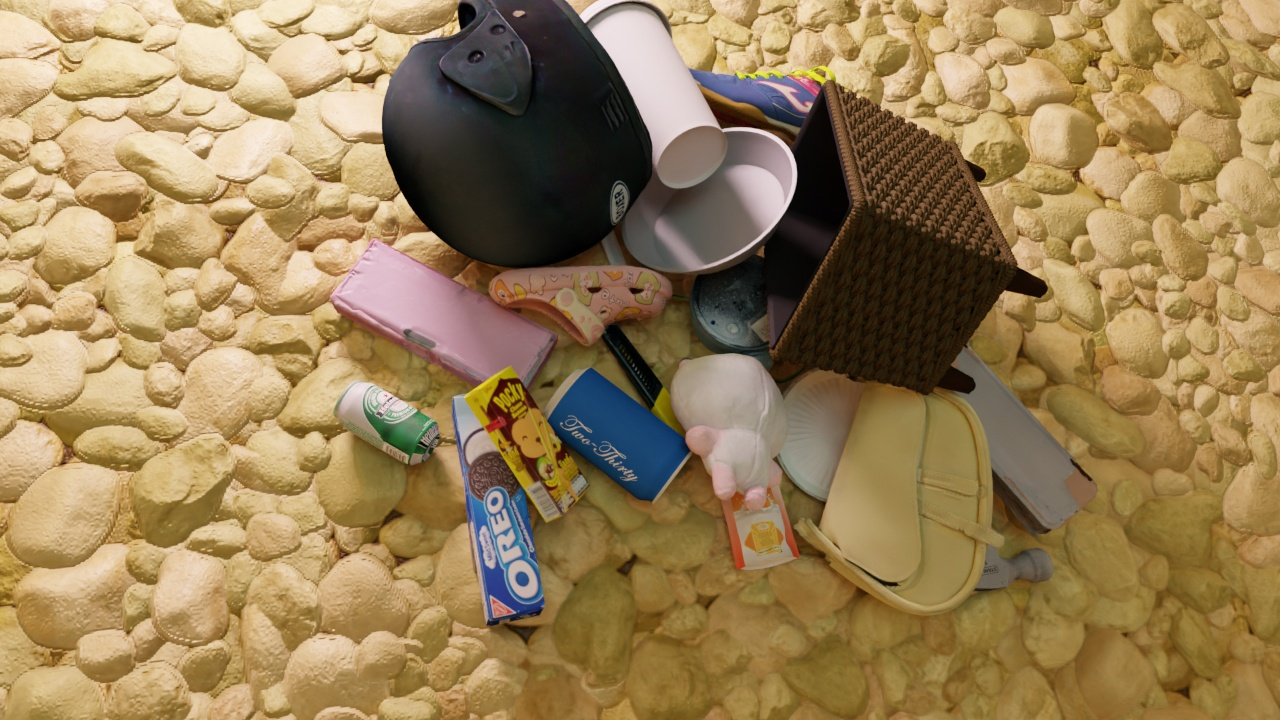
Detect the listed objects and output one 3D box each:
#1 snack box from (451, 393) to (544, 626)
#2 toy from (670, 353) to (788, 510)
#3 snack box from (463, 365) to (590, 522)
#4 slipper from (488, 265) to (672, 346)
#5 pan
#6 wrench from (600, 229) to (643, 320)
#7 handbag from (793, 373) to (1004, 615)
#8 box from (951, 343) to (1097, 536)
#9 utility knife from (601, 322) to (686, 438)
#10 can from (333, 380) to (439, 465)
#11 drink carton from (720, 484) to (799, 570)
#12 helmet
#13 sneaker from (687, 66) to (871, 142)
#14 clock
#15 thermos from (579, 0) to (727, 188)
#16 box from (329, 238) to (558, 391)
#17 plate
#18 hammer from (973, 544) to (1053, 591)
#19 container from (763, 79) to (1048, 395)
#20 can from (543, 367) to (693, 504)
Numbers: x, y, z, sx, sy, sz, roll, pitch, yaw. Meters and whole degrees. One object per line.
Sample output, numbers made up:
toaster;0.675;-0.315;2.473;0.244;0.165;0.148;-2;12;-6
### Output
snack box;-0.144;0.144;0.914;0.059;0.060;0.226;-7;71;-15
toy;0.095;0.072;0.932;0.138;0.102;0.179;27;42;-27
snack box;-0.110;0.082;0.903;0.149;0.026;0.061;58;32;-7
slipper;-0.060;-0.056;0.968;0.197;0.093;0.081;0;83;-16
pan;0.052;-0.224;1.043;0.201;0.051;0.356;-30;48;8
wrench;-0.047;-0.169;1.068;0.047;0.009;0.273;-16;73;-13
handbag;0.267;0.128;0.922;0.191;0.088;0.232;17;88;13
box;0.381;0.080;0.977;0.081;0.063;0.216;-37;76;-6
utility knife;-0.006;0.006;1.004;0.028;0.020;0.213;-24;73;-34
can;-0.255;0.064;0.930;0.101;0.053;0.053;30;69;3
drink carton;0.120;0.153;0.963;0.069;0.039;0.122;-8;65;-10
helmet;-0.150;-0.242;0.958;0.235;0.249;0.316;-29;68;-12
sneaker;0.162;-0.322;1.112;0.242;0.116;0.091;19;96;-5
clock;0.121;-0.046;1.019;0.118;0.060;0.162;-37;79;-18
thermos;0.010;-0.294;1.014;0.131;0.132;0.221;-19;57;-14
box;-0.210;-0.042;0.985;0.233;0.037;0.098;29;70;4
plate;0.221;0.079;0.996;0.157;0.014;0.156;-1;76;3
hammer;0.339;0.097;1.012;0.139;0.035;0.312;-8;71;-9
container;0.256;-0.123;0.941;0.205;0.177;0.320;19;35;-8
can;-0.024;0.076;0.943;0.146;0.079;0.078;37;69;6
